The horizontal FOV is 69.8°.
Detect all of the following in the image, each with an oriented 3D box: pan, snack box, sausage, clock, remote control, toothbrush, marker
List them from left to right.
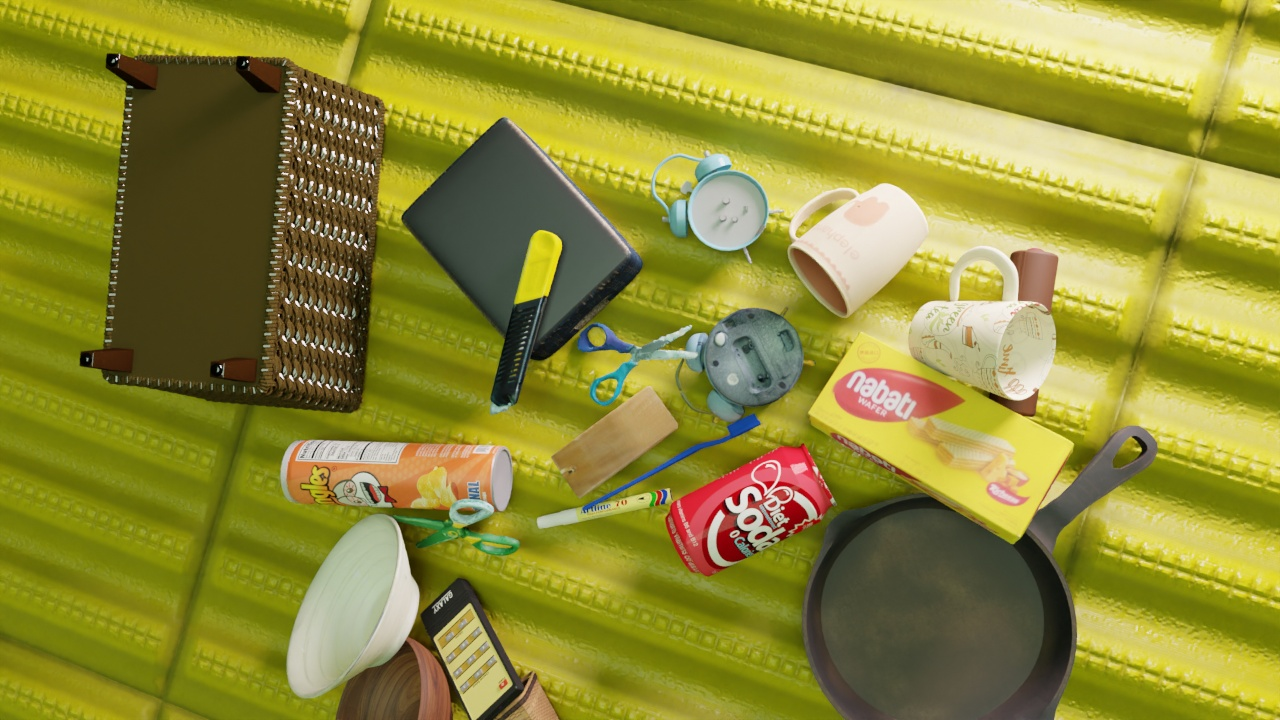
[{"bbox_3d":[-0.160,0.272,0.861,0.058,0.013,0.133,-45,52,5],"label":"remote control"},{"bbox_3d":[-0.035,0.142,0.877,0.132,0.014,0.014,-13,86,9],"label":"marker"},{"bbox_3d":[0.027,0.096,0.864,0.187,0.016,0.011,-27,77,4],"label":"toothbrush"},{"bbox_3d":[0.066,-0.148,0.856,0.123,0.042,0.087,33,93,7],"label":"clock"},{"bbox_3d":[0.092,0.004,0.843,0.124,0.051,0.089,-27,86,8],"label":"clock"},{"bbox_3d":[0.253,0.063,0.790,0.201,0.042,0.092,31,82,22],"label":"snack box"},{"bbox_3d":[0.305,0.185,0.806,0.356,0.043,0.248,-44,82,4],"label":"pan"},{"bbox_3d":[0.338,-0.023,0.811,0.040,0.040,0.155,9,90,9],"label":"sausage"}]

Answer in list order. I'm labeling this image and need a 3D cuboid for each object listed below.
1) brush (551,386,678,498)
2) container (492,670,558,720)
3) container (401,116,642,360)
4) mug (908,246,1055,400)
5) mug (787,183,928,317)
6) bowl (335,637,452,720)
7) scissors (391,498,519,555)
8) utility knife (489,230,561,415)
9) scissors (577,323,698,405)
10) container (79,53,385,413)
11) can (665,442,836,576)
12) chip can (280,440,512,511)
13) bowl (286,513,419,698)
[{"bbox_3d":[-0.023,0.077,0.865,0.117,0.039,0.049,-37,82,7],"label":"brush"},{"bbox_3d":[-0.129,0.358,0.865,0.114,0.063,0.061,-41,90,6],"label":"container"},{"bbox_3d":[-0.111,-0.113,0.868,0.145,0.071,0.187,-43,82,5],"label":"container"},{"bbox_3d":[0.286,-0.035,0.778,0.080,0.097,0.122,-10,106,-33],"label":"mug"},{"bbox_3d":[0.188,-0.111,0.822,0.104,0.085,0.111,-39,54,-3],"label":"mug"},{"bbox_3d":[-0.220,0.339,0.863,0.148,0.068,0.147,-27,50,36],"label":"bowl"},{"bbox_3d":[-0.178,0.157,0.871,0.128,0.120,0.012,11,48,0],"label":"scissors"},{"bbox_3d":[-0.104,-0.032,0.818,0.029,0.020,0.171,16,91,9],"label":"utility knife"},{"bbox_3d":[-0.006,-0.017,0.858,0.135,0.015,0.086,-27,77,30],"label":"scissors"},{"bbox_3d":[-0.371,-0.116,0.843,0.176,0.205,0.321,4,89,9],"label":"container"},{"bbox_3d":[0.098,0.134,0.825,0.142,0.074,0.074,-28,84,7],"label":"can"},{"bbox_3d":[-0.234,0.111,0.886,0.210,0.062,0.062,1,88,9],"label":"chip can"},{"bbox_3d":[-0.258,0.237,0.866,0.057,0.176,0.177,35,95,-32],"label":"bowl"}]
